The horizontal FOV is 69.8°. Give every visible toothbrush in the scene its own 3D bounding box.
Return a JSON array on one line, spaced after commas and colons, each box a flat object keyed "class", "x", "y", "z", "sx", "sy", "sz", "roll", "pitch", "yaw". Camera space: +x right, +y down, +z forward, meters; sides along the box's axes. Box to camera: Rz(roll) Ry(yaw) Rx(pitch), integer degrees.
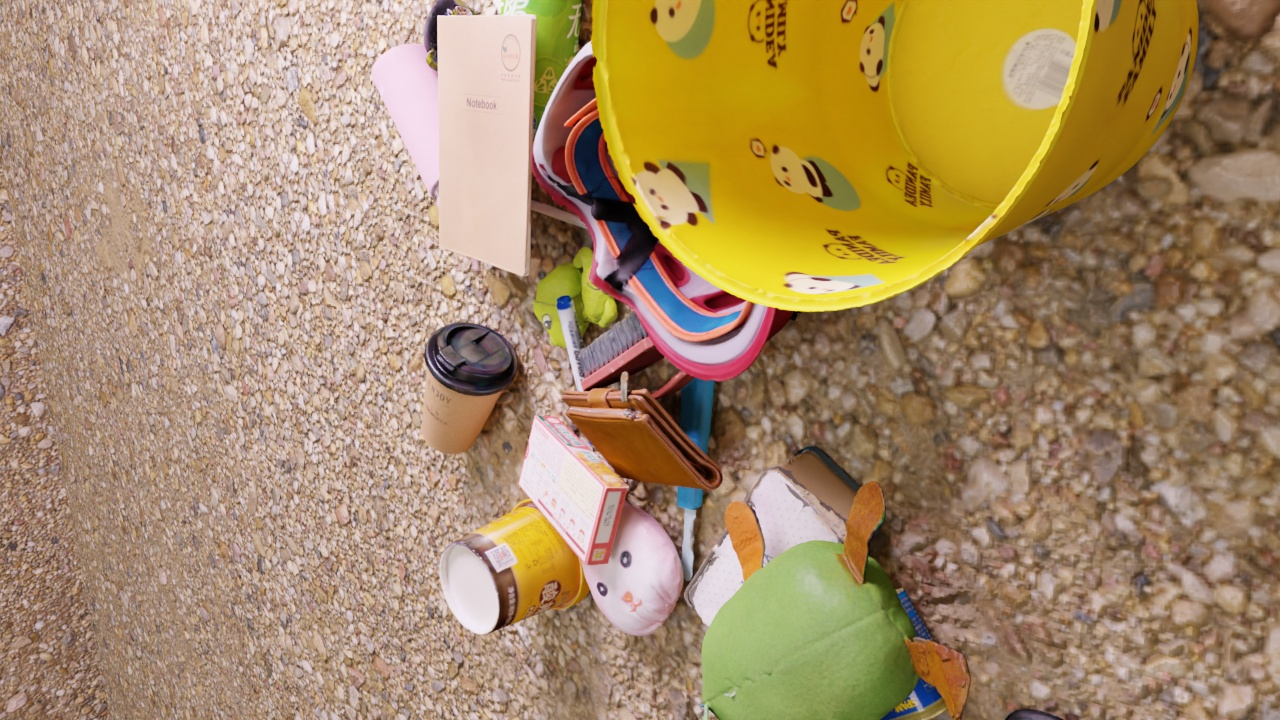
[{"class": "toothbrush", "x": -0.043, "y": -0.123, "z": 0.813, "sx": 0.180, "sy": 0.016, "sz": 0.016, "roll": 23, "pitch": 108, "yaw": 37}]

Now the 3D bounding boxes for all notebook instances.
[{"class": "notebook", "x": -0.136, "y": -0.187, "z": 0.791, "sx": 0.148, "sy": 0.008, "sz": 0.208, "roll": 22, "pitch": 115, "yaw": 45}]

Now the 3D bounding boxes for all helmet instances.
[{"class": "helmet", "x": 0.050, "y": -0.119, "z": 0.638, "sx": 0.240, "sy": 0.143, "sz": 0.207, "roll": 60, "pitch": 149, "yaw": 1}]

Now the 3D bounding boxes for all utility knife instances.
[{"class": "utility knife", "x": 0.044, "y": 0.096, "z": 0.786, "sx": 0.034, "sy": 0.018, "sz": 0.218, "roll": 26, "pitch": 119, "yaw": 50}]

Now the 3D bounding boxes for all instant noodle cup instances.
[{"class": "instant noodle cup", "x": -0.126, "y": 0.206, "z": 0.911, "sx": 0.119, "sy": 0.114, "sz": 0.118, "roll": 12, "pitch": 109, "yaw": 41}]

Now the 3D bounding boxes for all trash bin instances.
[{"class": "trash bin", "x": 0.144, "y": -0.156, "z": 0.458, "sx": 0.230, "sy": 0.254, "sz": 0.230, "roll": 13, "pitch": 110, "yaw": 40}]

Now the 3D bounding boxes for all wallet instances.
[{"class": "wallet", "x": -0.008, "y": 0.062, "z": 0.763, "sx": 0.119, "sy": 0.035, "sz": 0.131, "roll": 52, "pitch": 153, "yaw": -21}]

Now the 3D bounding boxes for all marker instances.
[{"class": "marker", "x": -0.054, "y": 0.010, "z": 0.835, "sx": 0.017, "sy": 0.016, "sz": 0.146, "roll": 10, "pitch": 121, "yaw": 42}]

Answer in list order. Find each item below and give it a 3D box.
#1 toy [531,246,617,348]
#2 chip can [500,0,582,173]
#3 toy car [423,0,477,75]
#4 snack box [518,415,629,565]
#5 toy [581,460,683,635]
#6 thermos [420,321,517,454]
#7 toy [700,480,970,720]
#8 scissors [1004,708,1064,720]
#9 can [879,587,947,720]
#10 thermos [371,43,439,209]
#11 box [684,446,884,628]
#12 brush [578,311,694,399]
[{"class": "toy", "x": -0.060, "y": -0.056, "z": 0.836, "sx": 0.100, "sy": 0.031, "sz": 0.097, "roll": 10, "pitch": 108, "yaw": 37}, {"class": "chip can", "x": -0.086, "y": -0.271, "z": 0.776, "sx": 0.073, "sy": 0.072, "sz": 0.222, "roll": 25, "pitch": 117, "yaw": 37}, {"class": "toy car", "x": -0.157, "y": -0.271, "z": 0.864, "sx": 0.070, "sy": 0.042, "sz": 0.158, "roll": -38, "pitch": 75, "yaw": 42}, {"class": "snack box", "x": -0.066, "y": 0.116, "z": 0.852, "sx": 0.156, "sy": 0.027, "sz": 0.077, "roll": 36, "pitch": 116, "yaw": 53}, {"class": "toy", "x": -0.021, "y": 0.174, "z": 0.849, "sx": 0.159, "sy": 0.054, "sz": 0.122, "roll": 55, "pitch": 132, "yaw": 29}, {"class": "thermos", "x": -0.184, "y": 0.030, "z": 0.942, "sx": 0.093, "sy": 0.092, "sz": 0.144, "roll": 49, "pitch": 136, "yaw": 23}, {"class": "toy", "x": 0.115, "y": 0.195, "z": 0.622, "sx": 0.248, "sy": 0.089, "sz": 0.226, "roll": -48, "pitch": 56, "yaw": 43}, {"class": "scissors", "x": 0.302, "y": 0.302, "z": 0.596, "sx": 0.180, "sy": 0.019, "sz": 0.144, "roll": 31, "pitch": 120, "yaw": 36}, {"class": "can", "x": 0.171, "y": 0.224, "z": 0.673, "sx": 0.102, "sy": 0.057, "sz": 0.083, "roll": -41, "pitch": 69, "yaw": 41}, {"class": "thermos", "x": -0.195, "y": -0.208, "z": 0.909, "sx": 0.198, "sy": 0.067, "sz": 0.087, "roll": 61, "pitch": 165, "yaw": 11}, {"class": "box", "x": 0.110, "y": 0.150, "z": 0.712, "sx": 0.090, "sy": 0.060, "sz": 0.185, "roll": 47, "pitch": 126, "yaw": 24}, {"class": "brush", "x": -0.005, "y": 0.005, "z": 0.769, "sx": 0.146, "sy": 0.063, "sz": 0.069, "roll": -31, "pitch": 78, "yaw": 55}]
